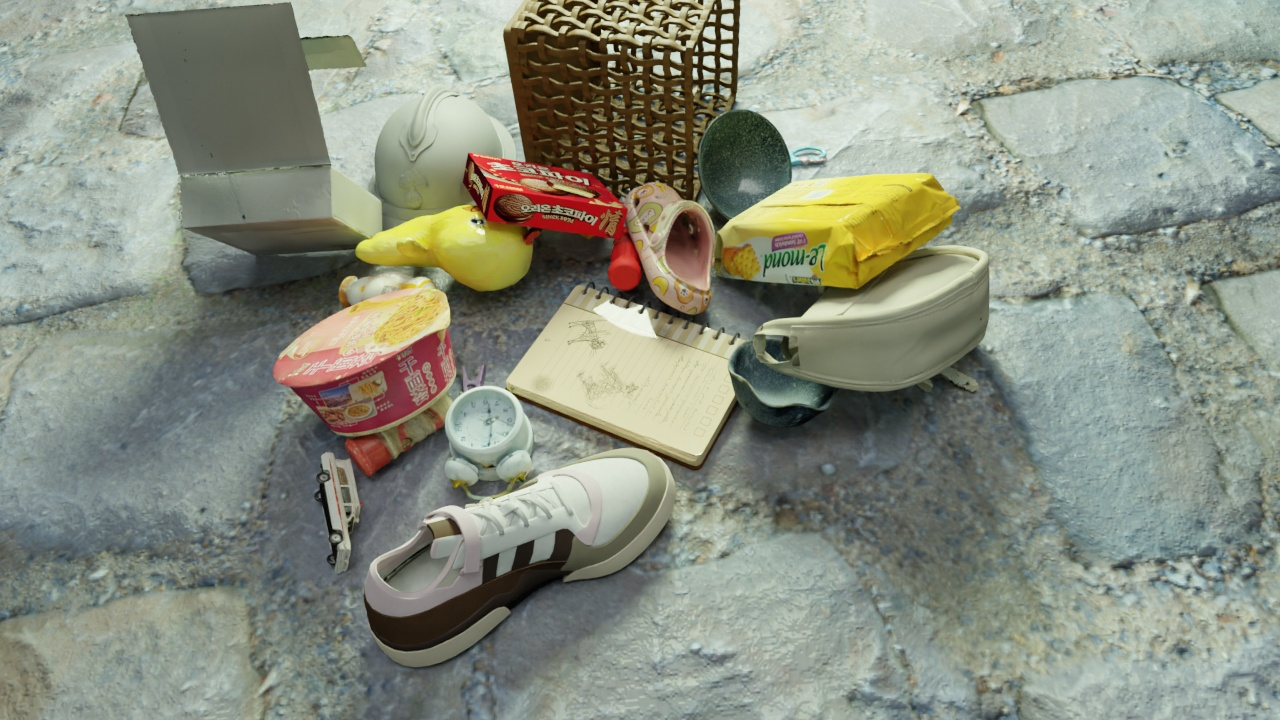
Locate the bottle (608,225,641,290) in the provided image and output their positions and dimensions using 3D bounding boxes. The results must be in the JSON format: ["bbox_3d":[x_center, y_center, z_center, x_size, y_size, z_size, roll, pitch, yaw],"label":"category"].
[{"bbox_3d":[-0.015,-0.122,1.042,0.036,0.036,0.118,-1,34,3],"label":"bottle"}]

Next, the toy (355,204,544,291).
[{"bbox_3d":[-0.207,-0.127,1.022,0.207,0.092,0.133,5,19,0],"label":"toy"}]

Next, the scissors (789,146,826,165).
[{"bbox_3d":[0.178,-0.231,1.147,0.135,0.015,0.129,-16,50,-2],"label":"scissors"}]

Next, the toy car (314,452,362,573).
[{"bbox_3d":[-0.277,0.139,0.853,0.039,0.039,0.113,-4,47,-28],"label":"toy car"}]

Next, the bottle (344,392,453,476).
[{"bbox_3d":[-0.234,0.068,0.903,0.109,0.044,0.044,-35,56,-24],"label":"bottle"}]

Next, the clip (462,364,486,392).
[{"bbox_3d":[-0.176,0.025,0.955,0.032,0.013,0.051,-2,53,4],"label":"clip"}]

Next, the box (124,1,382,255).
[{"bbox_3d":[-0.400,-0.238,0.972,0.167,0.331,0.164,-3,36,3],"label":"box"}]

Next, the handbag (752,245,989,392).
[{"bbox_3d":[0.237,-0.025,0.909,0.184,0.132,0.228,5,23,30],"label":"handbag"}]

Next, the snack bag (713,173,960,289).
[{"bbox_3d":[0.197,-0.142,0.967,0.159,0.068,0.248,-31,22,-26],"label":"snack bag"}]

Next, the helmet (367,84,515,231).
[{"bbox_3d":[-0.257,-0.263,1.132,0.183,0.118,0.270,5,53,8],"label":"helmet"}]

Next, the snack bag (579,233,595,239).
[{"bbox_3d":[-0.081,-0.173,1.108,0.099,0.020,0.026,33,51,27],"label":"snack bag"}]

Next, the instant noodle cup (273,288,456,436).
[{"bbox_3d":[-0.259,0.005,0.905,0.179,0.078,0.178,-15,28,8],"label":"instant noodle cup"}]

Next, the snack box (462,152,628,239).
[{"bbox_3d":[-0.110,-0.186,1.031,0.152,0.036,0.132,5,25,-25],"label":"snack box"}]

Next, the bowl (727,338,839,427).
[{"bbox_3d":[0.133,0.029,0.894,0.110,0.055,0.110,10,36,-8],"label":"bowl"}]

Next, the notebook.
[{"bbox_3d":[-0.006,0.006,0.952,0.226,0.024,0.167,20,56,20],"label":"notebook"}]

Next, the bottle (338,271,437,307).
[{"bbox_3d":[-0.276,-0.067,1.007,0.109,0.063,0.063,11,52,16],"label":"bottle"}]

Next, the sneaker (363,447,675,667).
[{"bbox_3d":[-0.103,0.139,0.785,0.293,0.117,0.111,-25,53,-16],"label":"sneaker"}]

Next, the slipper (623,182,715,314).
[{"bbox_3d":[0.045,-0.136,1.010,0.093,0.082,0.197,20,39,-33],"label":"slipper"}]

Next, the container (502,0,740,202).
[{"bbox_3d":[-0.010,-0.362,1.130,0.214,0.220,0.250,11,52,13],"label":"container"}]

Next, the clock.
[{"bbox_3d":[-0.145,0.081,0.878,0.083,0.057,0.117,-7,57,-2],"label":"clock"}]

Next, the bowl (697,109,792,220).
[{"bbox_3d":[0.111,-0.227,1.103,0.136,0.137,0.057,-38,18,-25],"label":"bowl"}]
